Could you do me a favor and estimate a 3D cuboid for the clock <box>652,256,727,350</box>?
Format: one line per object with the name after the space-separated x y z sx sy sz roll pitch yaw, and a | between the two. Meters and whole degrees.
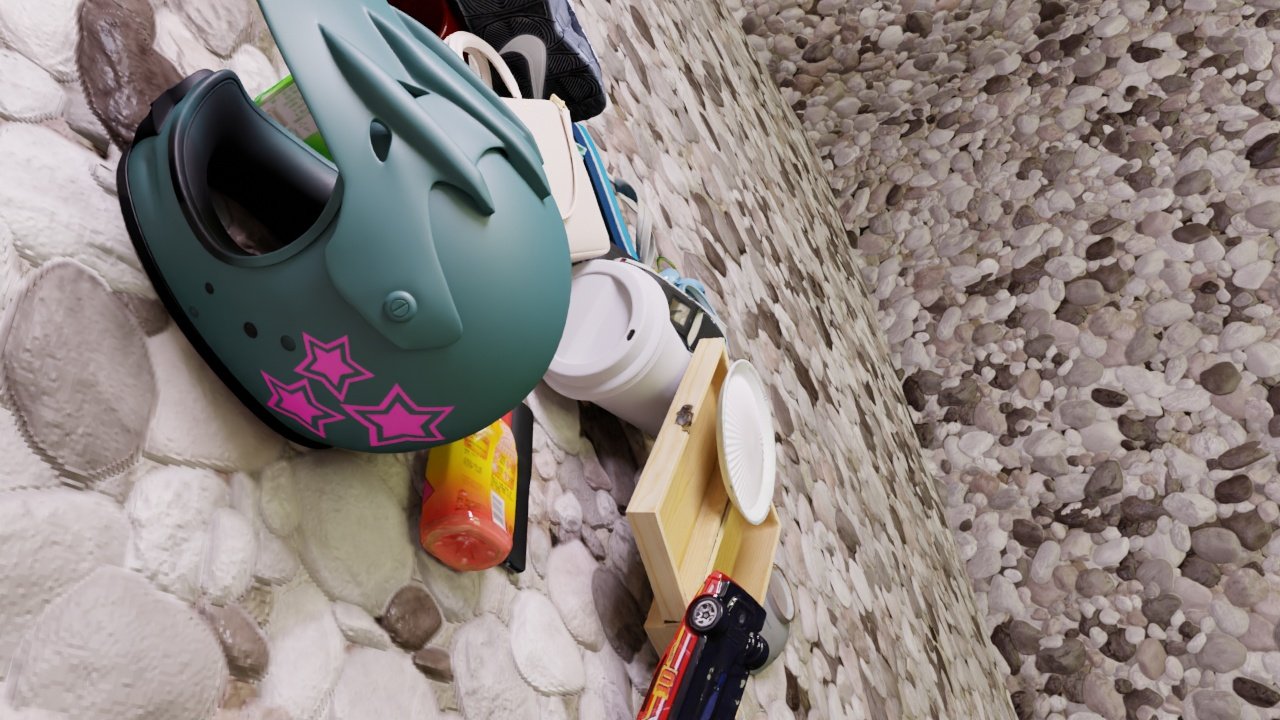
0.052 -0.056 1.150 0.118 0.060 0.162 12 53 -62 | clock

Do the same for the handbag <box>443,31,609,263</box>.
-0.119 -0.171 0.760 0.194 0.101 0.198 -20 99 -60 | handbag

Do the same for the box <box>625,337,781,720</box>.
0.065 0.148 0.843 0.246 0.068 0.254 -64 147 -52 | box

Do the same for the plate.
0.100 0.077 0.872 0.156 0.014 0.157 -6 90 -67 | plate

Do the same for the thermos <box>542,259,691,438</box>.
-0.005 0.005 0.880 0.222 0.132 0.131 45 28 -57 | thermos

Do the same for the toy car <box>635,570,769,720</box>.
0.043 0.261 0.709 0.081 0.056 0.189 47 60 -39 | toy car

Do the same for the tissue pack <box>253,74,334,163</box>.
-0.195 -0.149 0.607 0.099 0.114 0.034 55 39 -25 | tissue pack

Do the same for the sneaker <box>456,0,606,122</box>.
-0.101 -0.331 0.820 0.252 0.097 0.150 58 25 -61 | sneaker

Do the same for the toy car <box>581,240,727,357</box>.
0.020 -0.048 0.958 0.191 0.071 0.094 33 74 -36 | toy car

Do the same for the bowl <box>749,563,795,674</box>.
0.128 0.258 0.995 0.151 0.057 0.150 48 28 -36 | bowl

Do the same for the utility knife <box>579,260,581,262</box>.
-0.065 -0.128 0.937 0.173 0.020 0.028 60 38 -46 | utility knife

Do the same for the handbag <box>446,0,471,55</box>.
-0.221 -0.402 0.820 0.199 0.102 0.197 24 46 -60 | handbag

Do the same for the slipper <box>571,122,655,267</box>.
-0.011 -0.143 1.048 0.118 0.060 0.295 141 -73 -86 | slipper

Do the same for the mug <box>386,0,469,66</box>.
-0.179 -0.270 0.792 0.114 0.087 0.088 -62 157 -10 | mug

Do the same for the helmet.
-0.148 -0.082 0.513 0.275 0.201 0.176 58 23 -18 | helmet

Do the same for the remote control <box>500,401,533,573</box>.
-0.098 0.090 0.697 0.045 0.021 0.140 45 31 -39 | remote control

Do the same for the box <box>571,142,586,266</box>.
-0.109 -0.173 0.916 0.186 0.052 0.138 10 71 -65 | box

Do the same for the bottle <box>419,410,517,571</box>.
-0.115 0.074 0.635 0.071 0.049 0.134 47 28 -39 | bottle
